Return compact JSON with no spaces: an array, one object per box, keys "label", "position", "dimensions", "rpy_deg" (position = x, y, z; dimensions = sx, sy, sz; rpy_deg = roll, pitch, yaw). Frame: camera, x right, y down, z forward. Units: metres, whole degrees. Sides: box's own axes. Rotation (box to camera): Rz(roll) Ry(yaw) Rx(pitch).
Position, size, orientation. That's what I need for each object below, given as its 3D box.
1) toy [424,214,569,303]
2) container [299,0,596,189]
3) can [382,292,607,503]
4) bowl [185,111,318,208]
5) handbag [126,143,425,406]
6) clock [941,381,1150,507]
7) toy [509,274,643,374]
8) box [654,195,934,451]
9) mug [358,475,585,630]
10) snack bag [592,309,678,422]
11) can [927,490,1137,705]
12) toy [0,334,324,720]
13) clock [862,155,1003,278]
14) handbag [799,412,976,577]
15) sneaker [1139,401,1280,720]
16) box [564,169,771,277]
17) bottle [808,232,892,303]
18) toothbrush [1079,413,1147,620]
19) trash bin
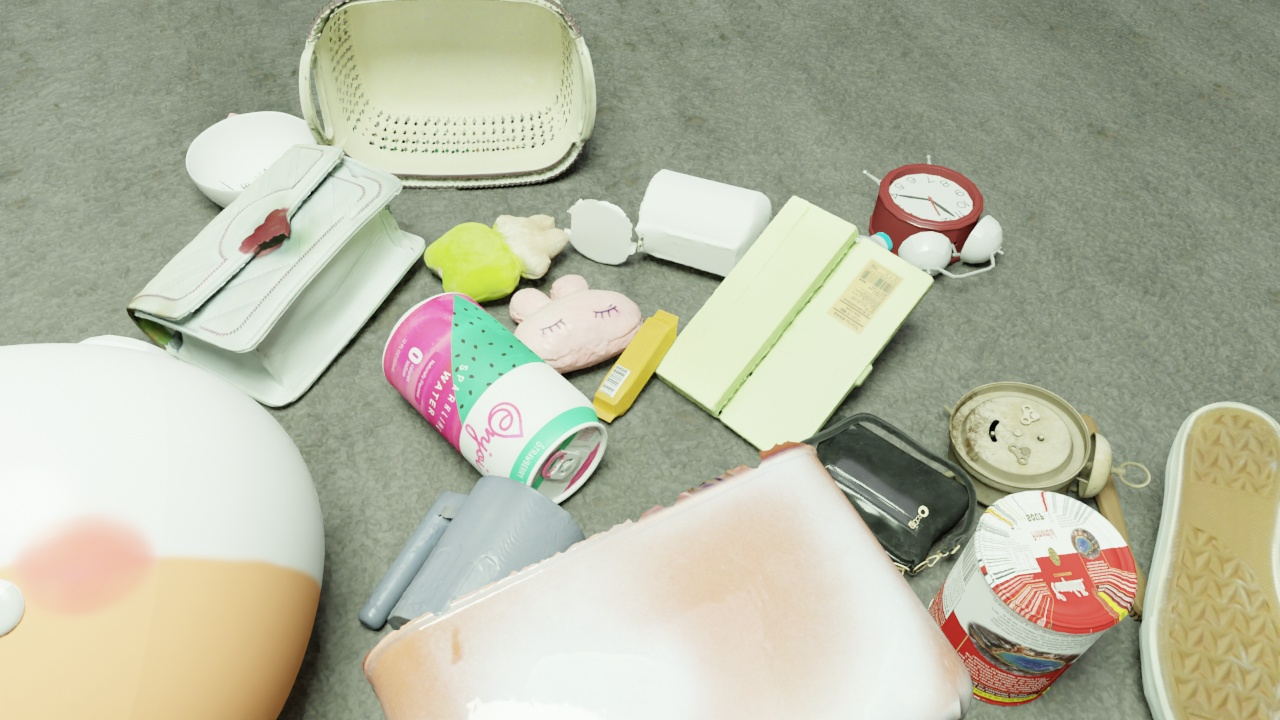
[{"label":"toy","position":[-0.120,-0.091,0.782],"dimensions":[0.117,0.043,0.092],"rpy_deg":[-26,50,-15]},{"label":"container","position":[-0.171,-0.263,0.847],"dimensions":[0.251,0.185,0.143],"rpy_deg":[-3,39,-5]},{"label":"can","position":[-0.107,0.026,0.659],"dimensions":[0.088,0.088,0.166],"rpy_deg":[-37,60,-27]},{"label":"bowl","position":[-0.349,-0.174,0.843],"dimensions":[0.114,0.051,0.114],"rpy_deg":[1,51,-1]},{"label":"handbag","position":[-0.287,-0.079,0.730],"dimensions":[0.142,0.096,0.198],"rpy_deg":[21,61,19]},{"label":"clock","position":[0.285,0.070,0.656],"dimensions":[0.141,0.055,0.092],"rpy_deg":[12,51,18]},{"label":"toy","position":[-0.059,-0.032,0.737],"dimensions":[0.108,0.053,0.105],"rpy_deg":[-24,40,-18]},{"label":"box","position":[0.117,-0.026,0.705],"dimensions":[0.138,0.030,0.187],"rpy_deg":[37,83,26]},{"label":"mug","position":[-0.111,0.136,0.584],"dimensions":[0.124,0.084,0.103],"rpy_deg":[5,48,34]},{"label":"snack bag","position":[-0.004,0.004,0.708],"dimensions":[0.026,0.020,0.099],"rpy_deg":[26,75,32]},{"label":"can","position":[0.229,0.145,0.551],"dimensions":[0.086,0.117,0.086],"rpy_deg":[1,51,-1]},{"label":"toy","position":[-0.300,0.126,0.465],"dimensions":[0.262,0.266,0.280],"rpy_deg":[-8,66,-5]},{"label":"clock","position":[0.260,-0.124,0.817],"dimensions":[0.096,0.048,0.137],"rpy_deg":[-15,51,-14]},{"label":"handbag","position":[0.163,0.092,0.636],"dimensions":[0.128,0.054,0.079],"rpy_deg":[33,61,20]},{"label":"sneaker","position":[0.363,0.146,0.587],"dimensions":[0.087,0.079,0.235],"rpy_deg":[8,68,17]},{"label":"box","position":[0.024,-0.122,0.791],"dimensions":[0.165,0.084,0.094],"rpy_deg":[19,61,16]},{"label":"bottle","position":[0.162,-0.070,0.774],"dimensions":[0.136,0.044,0.044],"rpy_deg":[-34,59,-26]},{"label":"toothbrush","position":[0.334,0.106,0.653],"dimensions":[0.016,0.016,0.166],"rpy_deg":[4,49,2]},{"label":"trash bin","position":[0.019,0.186,0.474],"dimensions":[0.259,0.182,0.157],"rpy_deg":[-23,56,-20]}]
